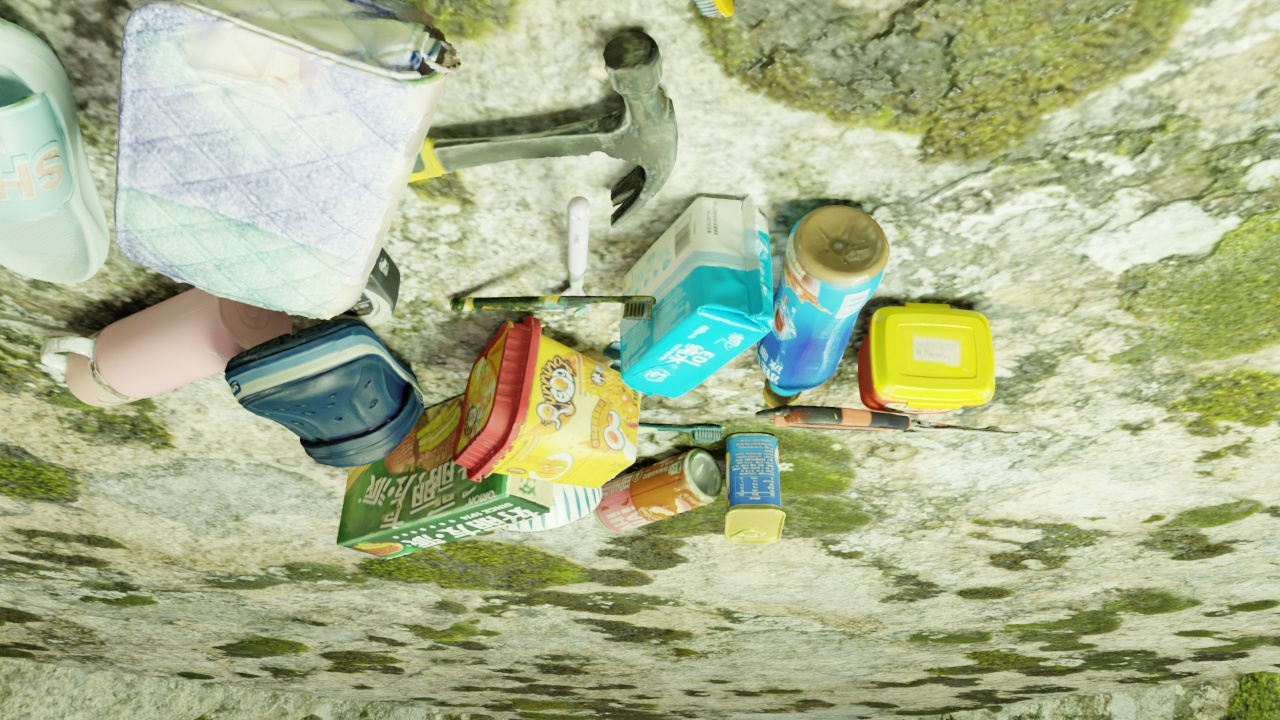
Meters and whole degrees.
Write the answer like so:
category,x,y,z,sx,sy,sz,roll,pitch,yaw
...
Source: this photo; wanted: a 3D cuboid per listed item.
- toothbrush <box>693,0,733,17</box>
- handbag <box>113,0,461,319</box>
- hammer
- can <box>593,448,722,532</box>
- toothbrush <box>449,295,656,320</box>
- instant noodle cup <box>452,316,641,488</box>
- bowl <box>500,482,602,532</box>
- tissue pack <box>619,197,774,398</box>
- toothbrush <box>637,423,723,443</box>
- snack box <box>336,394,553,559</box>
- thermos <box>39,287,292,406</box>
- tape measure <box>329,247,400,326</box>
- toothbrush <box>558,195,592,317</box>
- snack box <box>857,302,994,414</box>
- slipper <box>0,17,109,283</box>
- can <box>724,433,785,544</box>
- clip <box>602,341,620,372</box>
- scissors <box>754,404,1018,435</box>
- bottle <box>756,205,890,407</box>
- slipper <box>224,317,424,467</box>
category,x,y,z,sx,sy,sz,roll,pitch,yaw
toothbrush,-0.003,-0.212,0.382,0.018,0.016,0.191,-5,152,29
handbag,-0.185,-0.109,0.465,0.134,0.075,0.194,17,142,-22
hammer,-0.137,-0.116,0.544,0.323,0.031,0.126,-5,150,10
can,0.016,0.139,0.971,0.058,0.057,0.148,25,143,-37
toothbrush,-0.067,-0.037,0.643,0.186,0.017,0.012,2,176,36
instant noodle cup,-0.071,0.044,0.734,0.123,0.116,0.116,20,146,-22
bowl,-0.099,0.110,0.892,0.116,0.116,0.066,-4,109,9
tissue pack,0.037,-0.038,0.616,0.063,0.089,0.140,15,148,-24
toothbrush,-0.015,0.069,0.887,0.191,0.018,0.016,1,151,-1
snack box,-0.183,0.106,0.860,0.241,0.114,0.063,-20,146,34
thermos,-0.365,-0.015,0.695,0.199,0.067,0.087,-14,154,26
tape measure,-0.206,-0.054,0.655,0.066,0.033,0.066,-2,149,10
toothbrush,-0.042,-0.064,0.598,0.029,0.021,0.189,12,165,-1
snack box,0.214,0.003,0.705,0.091,0.082,0.080,3,164,-1
slipper,-0.376,-0.106,0.525,0.104,0.074,0.246,9,152,-12
can,0.113,0.130,0.924,0.057,0.083,0.102,-1,151,4
clip,-0.003,0.004,0.768,0.058,0.041,0.026,14,146,-31
scissors,0.197,0.051,0.736,0.198,0.015,0.205,-1,172,32
bottle,0.122,-0.024,0.668,0.065,0.065,0.219,2,152,-2
slipper,-0.226,0.039,0.697,0.105,0.095,0.253,-22,171,-4
